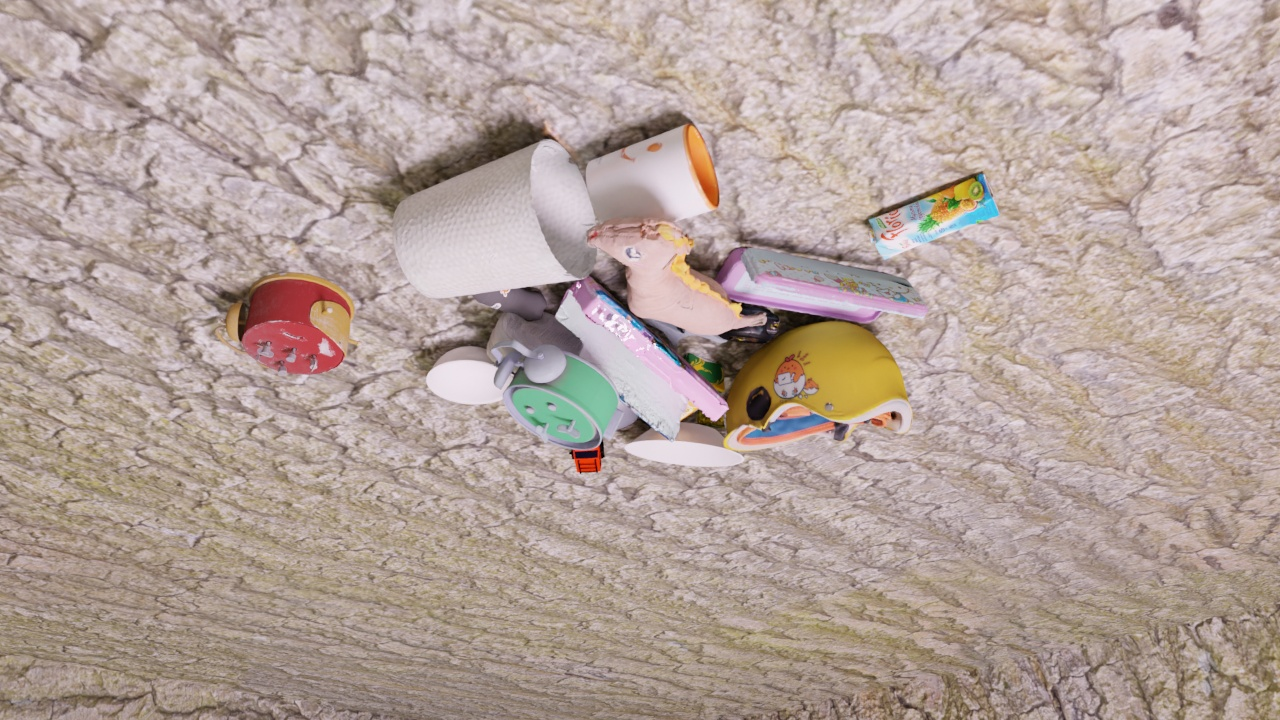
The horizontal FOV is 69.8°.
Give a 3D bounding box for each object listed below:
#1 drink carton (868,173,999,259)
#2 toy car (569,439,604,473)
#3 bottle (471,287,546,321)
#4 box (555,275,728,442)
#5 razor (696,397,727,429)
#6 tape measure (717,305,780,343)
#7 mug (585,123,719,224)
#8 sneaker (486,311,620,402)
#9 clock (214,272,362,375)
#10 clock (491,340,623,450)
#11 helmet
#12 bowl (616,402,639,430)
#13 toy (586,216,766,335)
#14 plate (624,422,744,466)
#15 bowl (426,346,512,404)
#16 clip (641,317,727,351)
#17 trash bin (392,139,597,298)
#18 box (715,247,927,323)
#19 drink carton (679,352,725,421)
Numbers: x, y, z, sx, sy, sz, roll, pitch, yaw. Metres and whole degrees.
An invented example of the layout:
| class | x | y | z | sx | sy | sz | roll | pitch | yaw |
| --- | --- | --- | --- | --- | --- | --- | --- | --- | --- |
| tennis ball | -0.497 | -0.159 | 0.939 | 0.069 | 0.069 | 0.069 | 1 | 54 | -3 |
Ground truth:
| class | x | y | z | sx | sy | sz | roll | pitch | yaw |
| --- | --- | --- | --- | --- | --- | --- | --- | --- | --- |
| drink carton | 0.304 | -0.148 | 0.959 | 0.129 | 0.044 | 0.038 | -21 | 143 | 24 |
| toy car | -0.079 | 0.131 | 1.360 | 0.051 | 0.048 | 0.100 | -3 | 147 | 0 |
| bottle | -0.159 | -0.076 | 1.042 | 0.109 | 0.036 | 0.036 | 21 | 141 | -32 |
| box | -0.007 | 0.007 | 1.072 | 0.091 | 0.084 | 0.230 | -47 | 119 | 5 |
| razor | 0.122 | 0.060 | 1.292 | 0.042 | 0.026 | 0.106 | 14 | 140 | -20 |
| tape measure | 0.127 | -0.042 | 1.096 | 0.072 | 0.042 | 0.071 | 8 | 178 | -6 |
| mug | 0.012 | -0.168 | 0.870 | 0.105 | 0.082 | 0.082 | -15 | 145 | 20 |
| sneaker | -0.075 | 0.006 | 1.140 | 0.242 | 0.089 | 0.091 | 19 | 146 | -21 |
| clock | -0.409 | -0.029 | 1.054 | 0.159 | 0.081 | 0.117 | -9 | 147 | 10 |
| clock | -0.103 | 0.035 | 1.029 | 0.122 | 0.075 | 0.161 | -10 | 134 | 46 |
| helmet | 0.208 | 0.028 | 1.141 | 0.241 | 0.139 | 0.208 | -14 | 163 | 37 |
| bowl | -0.056 | 0.051 | 1.240 | 0.114 | 0.045 | 0.114 | -2 | 147 | -1 |
| toy | 0.047 | -0.084 | 0.921 | 0.196 | 0.065 | 0.264 | 4 | 166 | 0 |
| plate | 0.065 | 0.119 | 1.339 | 0.174 | 0.036 | 0.174 | 6 | 163 | 2 |
| bowl | -0.215 | 0.012 | 1.170 | 0.110 | 0.040 | 0.110 | -1 | 148 | -1 |
| clip | 0.033 | -0.051 | 1.106 | 0.091 | 0.027 | 0.162 | -22 | 142 | 28 |
| trash bin | -0.143 | -0.127 | 0.888 | 0.162 | 0.133 | 0.133 | -11 | 147 | 21 |
| box | 0.204 | -0.084 | 1.034 | 0.214 | 0.062 | 0.140 | 9 | 180 | -17 |
| drink carton | 0.051 | 0.043 | 1.240 | 0.058 | 0.041 | 0.123 | 19 | 142 | -30 |
